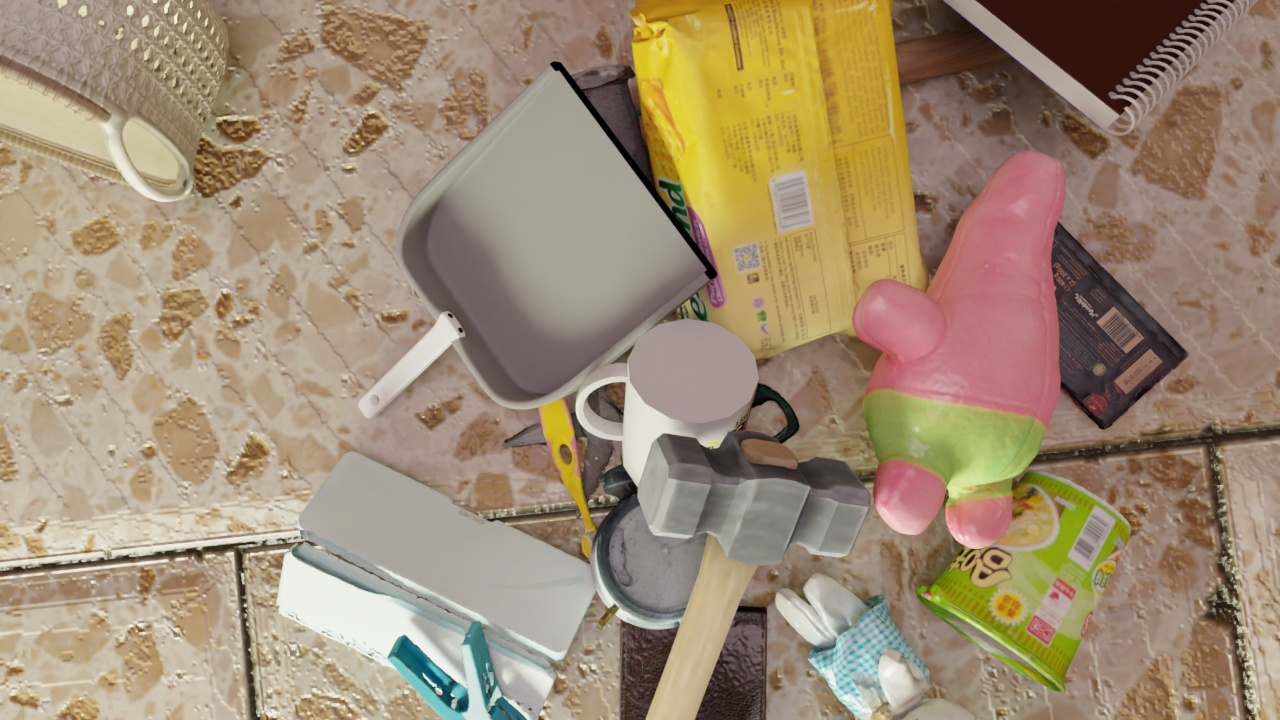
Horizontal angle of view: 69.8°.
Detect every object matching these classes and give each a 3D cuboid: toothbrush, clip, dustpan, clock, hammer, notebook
[{"bbox_3d":[-0.047,0.071,0.615,0.021,0.016,0.135,-13,96,18],"label":"toothbrush"},{"bbox_3d":[-0.095,0.221,0.589,0.113,0.028,0.127,-6,114,18],"label":"clip"},{"bbox_3d":[-0.097,-0.040,0.590,0.258,0.033,0.163,-39,82,27],"label":"dustpan"},{"bbox_3d":[0.015,0.113,0.593,0.090,0.052,0.129,11,71,0],"label":"clock"},{"bbox_3d":[0.026,0.192,0.545,0.117,0.051,0.323,10,112,-17],"label":"hammer"},{"bbox_3d":[0.282,-0.246,0.566,0.171,0.022,0.208,45,66,11],"label":"notebook"},{"bbox_3d":[0.098,-0.175,0.605,0.328,0.052,0.098,-17,106,-4],"label":"hammer"}]

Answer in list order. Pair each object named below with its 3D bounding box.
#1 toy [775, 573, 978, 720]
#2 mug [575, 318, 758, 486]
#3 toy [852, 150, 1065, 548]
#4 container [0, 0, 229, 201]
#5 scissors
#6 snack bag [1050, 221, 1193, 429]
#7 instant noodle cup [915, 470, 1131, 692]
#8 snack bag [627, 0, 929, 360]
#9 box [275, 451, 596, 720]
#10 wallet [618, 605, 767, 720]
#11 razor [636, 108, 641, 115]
[{"bbox_3d":[0.159,0.215,0.553,0.205,0.131,0.105,43,54,13],"label":"toy"},{"bbox_3d":[0.013,0.030,0.557,0.105,0.090,0.073,9,52,3],"label":"mug"},{"bbox_3d":[0.195,-0.011,0.539,0.097,0.191,0.236,13,85,48],"label":"toy"},{"bbox_3d":[-0.392,-0.206,0.579,0.246,0.185,0.142,19,78,2],"label":"container"},{"bbox_3d":[-0.004,0.003,0.621,0.202,0.015,0.204,-11,94,3],"label":"scissors"},{"bbox_3d":[0.282,-0.034,0.609,0.074,0.018,0.155,-42,86,1],"label":"snack bag"},{"bbox_3d":[0.245,0.132,0.572,0.099,0.099,0.108,37,82,4],"label":"instant noodle cup"},{"bbox_3d":[0.090,-0.117,0.558,0.159,0.068,0.247,-15,106,-5],"label":"snack bag"},{"bbox_3d":[-0.137,0.155,0.617,0.197,0.075,0.126,25,107,5],"label":"box"},{"bbox_3d":[0.034,0.221,0.608,0.099,0.031,0.120,2,89,7],"label":"wallet"},{"bbox_3d":[-0.048,-0.135,0.632,0.144,0.022,0.042,-33,109,-3],"label":"razor"}]
